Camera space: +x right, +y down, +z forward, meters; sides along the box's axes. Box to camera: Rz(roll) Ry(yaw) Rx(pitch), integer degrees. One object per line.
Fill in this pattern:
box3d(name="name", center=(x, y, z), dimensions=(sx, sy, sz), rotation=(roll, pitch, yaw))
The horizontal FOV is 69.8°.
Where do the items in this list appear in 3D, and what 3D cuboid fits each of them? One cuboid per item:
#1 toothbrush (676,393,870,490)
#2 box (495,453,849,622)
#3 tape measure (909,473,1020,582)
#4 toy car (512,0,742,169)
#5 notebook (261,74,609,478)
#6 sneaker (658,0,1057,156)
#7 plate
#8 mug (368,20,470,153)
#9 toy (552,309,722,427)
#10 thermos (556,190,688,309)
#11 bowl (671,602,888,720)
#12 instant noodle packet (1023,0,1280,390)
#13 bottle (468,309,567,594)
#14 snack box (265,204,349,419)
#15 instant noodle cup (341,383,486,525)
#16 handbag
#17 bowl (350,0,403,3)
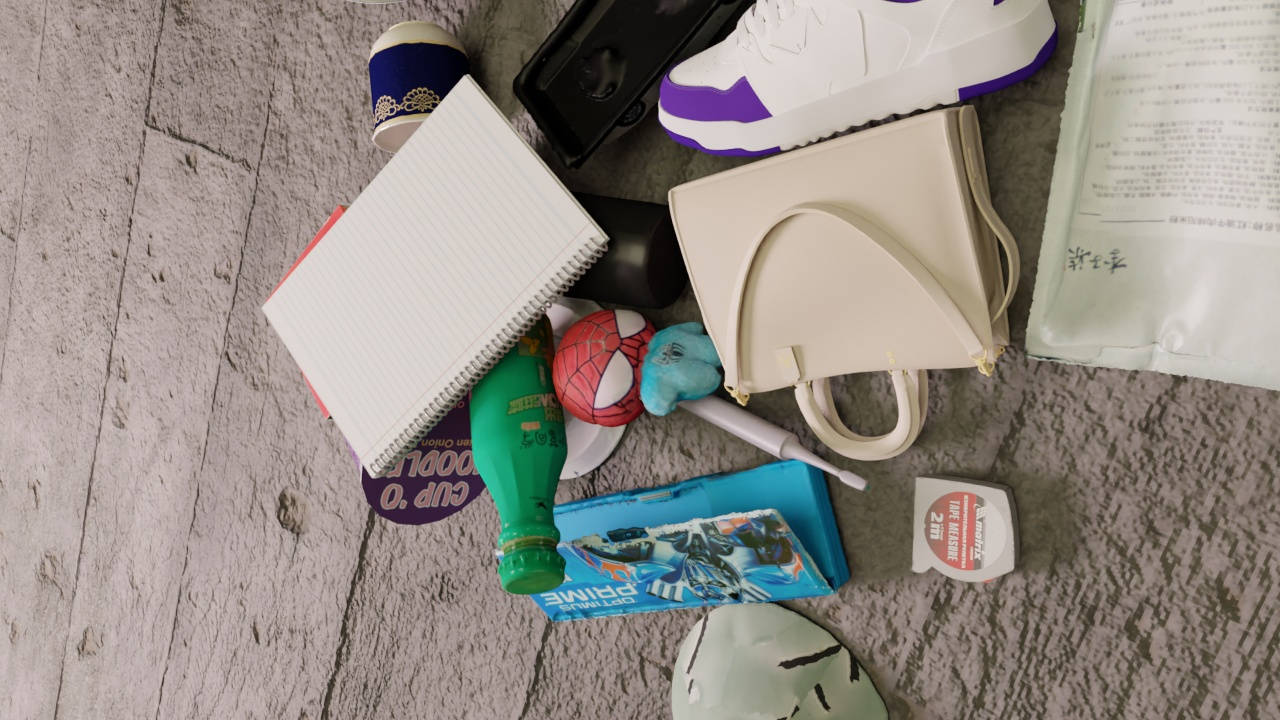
box3d(name="toothbrush", center=(0.075, 0.046, 0.611), dimensions=(0.188, 0.019, 0.018), rotation=(26, 86, 45))
box3d(name="box", center=(0.012, 0.136, 0.645), dimensions=(0.244, 0.085, 0.091), rotation=(-16, 84, 33))
box3d(name="tape measure", center=(0.197, 0.102, 0.558), dimensions=(0.062, 0.020, 0.060), rotation=(3, 94, 33))
box3d(name="toy car", center=(0.006, -0.226, 0.639), dimensions=(0.192, 0.071, 0.094), rotation=(-45, 67, 26))
box3d(name="notebook", center=(-0.158, -0.059, 0.662), dimensions=(0.246, 0.013, 0.178), rotation=(-44, 70, 14))
box3d(name="sneaker", center=(0.105, -0.199, 0.537), dimensions=(0.245, 0.091, 0.111), rotation=(-6, 130, 30))
box3d(name="plate", center=(-0.074, 0.018, 0.739), dimensions=(0.157, 0.014, 0.157), rotation=(1, 93, 35))
box3d(name="mug", center=(-0.187, -0.224, 0.767), dimensions=(0.112, 0.085, 0.089), rotation=(-14, 81, 59))
box3d(name="toy", center=(-0.004, 0.004, 0.643), dimensions=(0.133, 0.062, 0.092), rotation=(-2, 59, 28))
box3d(name="thermos", center=(-0.074, -0.090, 0.687), dimensions=(0.219, 0.105, 0.106), rotation=(11, 99, 28))
box3d(name="bowl", center=(0.076, 0.258, 0.620), dimensions=(0.174, 0.067, 0.174), rotation=(4, 97, 33))
box3d(name="instant noodle packet", center=(0.293, -0.124, 0.474), dimensions=(0.147, 0.057, 0.269), rotation=(10, 103, 35))
box3d(name="bottle", center=(-0.087, 0.060, 0.658), dimensions=(0.068, 0.068, 0.209), rotation=(-30, 54, 31))
box3d(name="snack box", center=(-0.271, -0.044, 0.852), dimensions=(0.145, 0.040, 0.142), rotation=(-42, 70, 27))
box3d(name="instant noodle cup", center=(-0.194, 0.046, 0.762), dimensions=(0.122, 0.121, 0.137), rotation=(35, 113, 44))
box3d(name="handbag", center=(0.130, -0.034, 0.563), dimensions=(0.195, 0.101, 0.198), rotation=(-9, 99, 34))
box3d(name="bowl", center=(-0.223, -0.364, 0.768), dimensions=(0.176, 0.058, 0.176), rotation=(2, 79, -9))
